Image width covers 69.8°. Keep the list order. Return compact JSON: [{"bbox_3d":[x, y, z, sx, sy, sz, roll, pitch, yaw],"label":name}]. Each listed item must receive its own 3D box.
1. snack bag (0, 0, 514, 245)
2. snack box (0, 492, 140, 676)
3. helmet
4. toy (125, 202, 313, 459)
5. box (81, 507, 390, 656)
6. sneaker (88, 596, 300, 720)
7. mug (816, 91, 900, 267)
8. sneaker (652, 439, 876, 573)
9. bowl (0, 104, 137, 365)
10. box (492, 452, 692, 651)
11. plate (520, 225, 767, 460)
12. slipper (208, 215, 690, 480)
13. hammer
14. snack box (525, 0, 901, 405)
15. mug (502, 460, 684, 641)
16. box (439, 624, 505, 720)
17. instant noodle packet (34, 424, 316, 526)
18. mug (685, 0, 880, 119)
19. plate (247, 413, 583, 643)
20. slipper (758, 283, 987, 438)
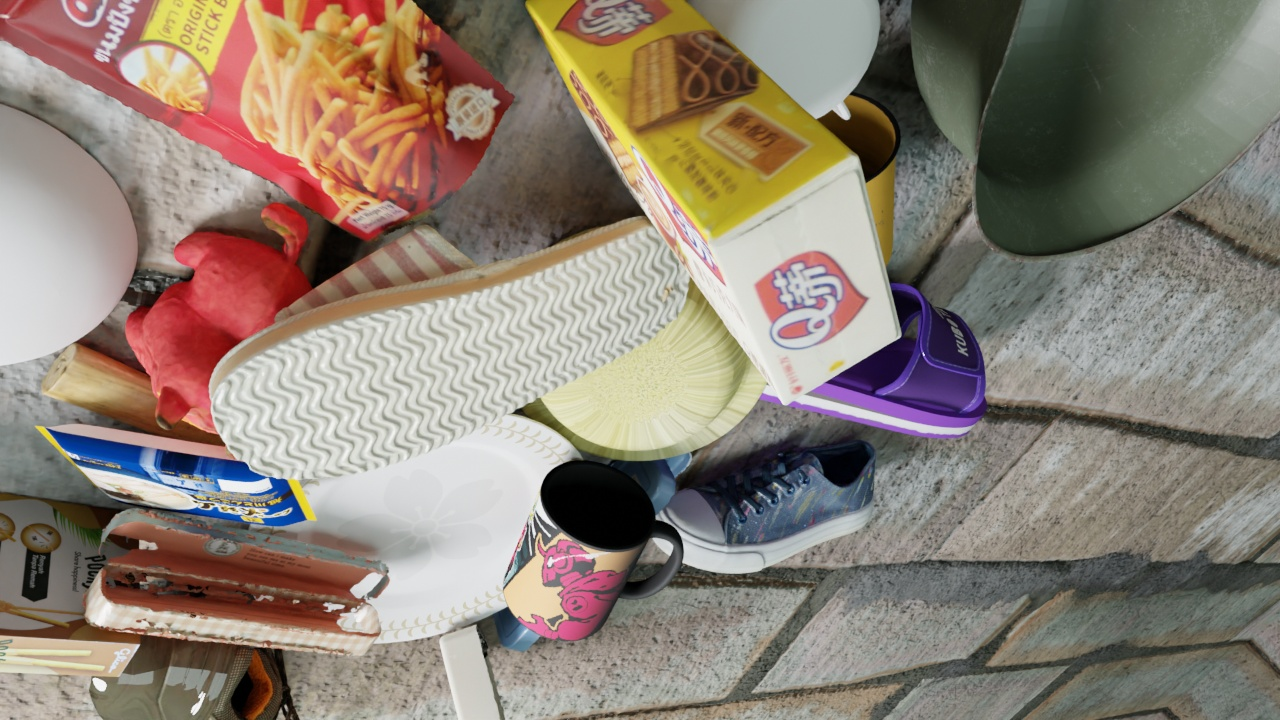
[{"bbox_3d":[-0.173,-0.145,0.422,0.139,0.066,0.208,-40,128,19],"label":"snack bag"},{"bbox_3d":[-0.381,0.117,0.505,0.185,0.101,0.032,21,118,-40],"label":"snack box"},{"bbox_3d":[0.242,-0.207,0.500,0.226,0.153,0.268,-14,140,-15],"label":"helmet"},{"bbox_3d":[-0.204,-0.017,0.480,0.088,0.094,0.133,26,115,-39],"label":"toy"},{"bbox_3d":[-0.241,0.144,0.576,0.187,0.057,0.071,24,84,-42],"label":"box"},{"bbox_3d":[-0.293,0.245,0.663,0.142,0.101,0.239,2,135,-16],"label":"sneaker"},{"bbox_3d":[0.097,-0.101,0.575,0.124,0.100,0.094,7,143,20],"label":"mug"},{"bbox_3d":[0.119,0.119,0.798,0.235,0.087,0.079,-6,126,-30],"label":"sneaker"},{"bbox_3d":[-0.319,-0.047,0.427,0.149,0.043,0.150,-15,136,-16],"label":"bowl"},{"bbox_3d":[-0.035,0.156,0.755,0.085,0.073,0.209,23,117,-46],"label":"box"},{"bbox_3d":[-0.004,0.003,0.597,0.184,0.036,0.185,1,122,1],"label":"plate"},{"bbox_3d":[-0.096,-0.019,0.497,0.262,0.052,0.115,-21,133,-18],"label":"slipper"},{"bbox_3d":[-0.214,0.071,0.606,0.132,0.033,0.330,-41,136,14],"label":"hammer"},{"bbox_3d":[0.026,-0.097,0.429,0.061,0.230,0.110,-31,138,1],"label":"snack box"},{"bbox_3d":[-0.027,0.137,0.650,0.118,0.081,0.098,12,125,-18],"label":"mug"},{"bbox_3d":[-0.134,0.314,0.748,0.058,0.187,0.145,-7,158,-8],"label":"box"},{"bbox_3d":[-0.260,0.066,0.526,0.134,0.026,0.087,10,150,-4],"label":"instant noodle packet"},{"bbox_3d":[0.082,-0.176,0.506,0.094,0.068,0.115,-42,136,12],"label":"mug"},{"bbox_3d":[-0.151,0.120,0.651,0.242,0.016,0.243,-14,135,-15],"label":"plate"},{"bbox_3d":[0.182,-0.014,0.694,0.266,0.107,0.084,10,125,-30],"label":"slipper"}]
